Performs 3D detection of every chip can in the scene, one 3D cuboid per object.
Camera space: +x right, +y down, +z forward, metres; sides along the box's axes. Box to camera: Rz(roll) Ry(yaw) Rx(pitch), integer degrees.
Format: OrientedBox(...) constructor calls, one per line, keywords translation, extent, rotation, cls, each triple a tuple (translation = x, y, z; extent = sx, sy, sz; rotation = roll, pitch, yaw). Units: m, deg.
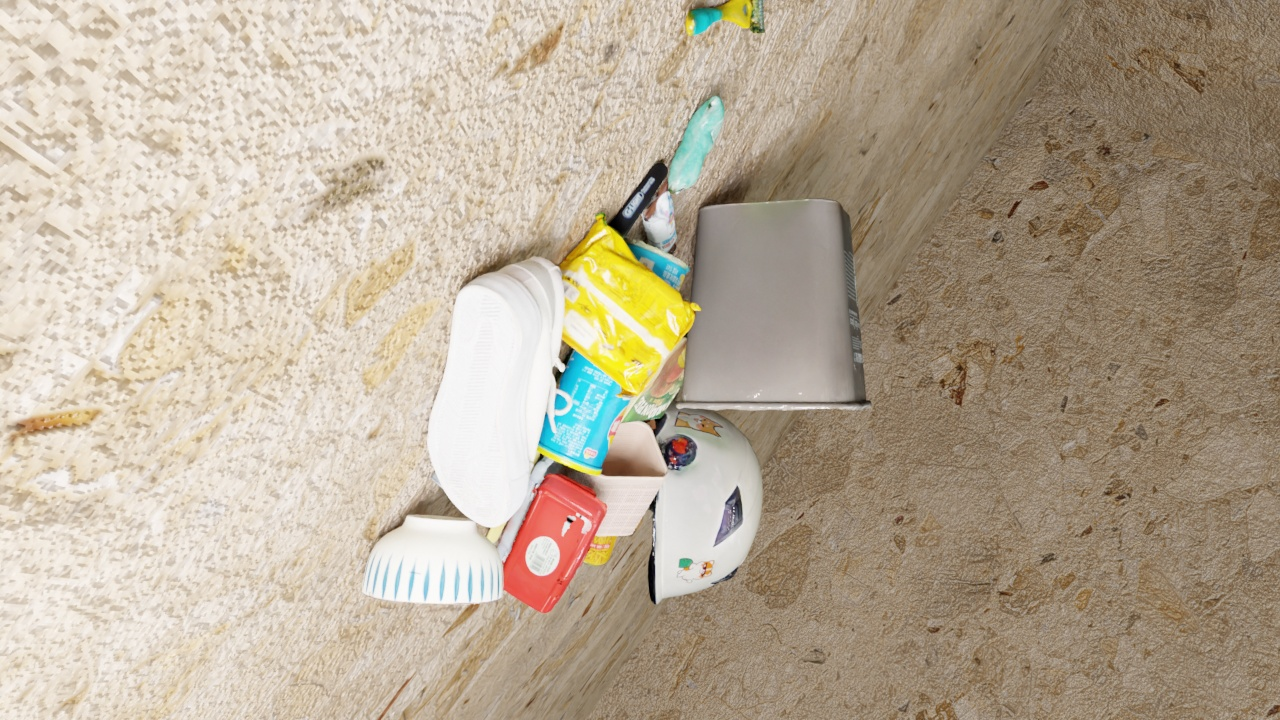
OrientedBox(translation=(-0.028, -0.003, 0.845), extent=(0.210, 0.071, 0.071), rotation=(-66, 164, -2), cls="chip can")

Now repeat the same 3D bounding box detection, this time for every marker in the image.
OrientedBox(translation=(-0.014, -0.123, 0.807), extent=(0.124, 0.018, 0.015), rotation=(-55, 169, -6), cls="marker")

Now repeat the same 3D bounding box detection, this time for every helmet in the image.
OrientedBox(translation=(0.078, 0.172, 1.162), extent=(0.273, 0.157, 0.230), rotation=(-96, -176, -56), cls="helmet")

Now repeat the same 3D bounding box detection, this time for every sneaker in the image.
OrientedBox(translation=(-0.106, 0.024, 0.729), extent=(0.090, 0.089, 0.243), rotation=(-43, 154, -49), cls="sneaker")

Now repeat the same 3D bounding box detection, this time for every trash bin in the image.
OrientedBox(translation=(0.151, -0.053, 1.007), extent=(0.198, 0.199, 0.219), rotation=(4, 86, -71), cls="trash bin")

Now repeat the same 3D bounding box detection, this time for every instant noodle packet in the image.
OrientedBox(translation=(-0.024, -0.044, 0.778), extent=(0.110, 0.128, 0.044), rotation=(-53, -157, -12), cls="instant noodle packet")

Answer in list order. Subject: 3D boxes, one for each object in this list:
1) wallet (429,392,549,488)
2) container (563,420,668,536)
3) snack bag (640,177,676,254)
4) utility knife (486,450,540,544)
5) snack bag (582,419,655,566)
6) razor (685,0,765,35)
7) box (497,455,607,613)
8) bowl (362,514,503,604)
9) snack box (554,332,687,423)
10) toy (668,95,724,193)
OrientedBox(translation=(-0.127, 0.076, 0.842), extent=(0.129, 0.037, 0.107), rotation=(-52, 163, -12), cls="wallet")
OrientedBox(translation=(-0.036, 0.137, 1.044), extent=(0.090, 0.089, 0.111), rotation=(4, 129, -25), cls="container")
OrientedBox(translation=(0.019, -0.130, 0.874), extent=(0.045, 0.026, 0.105), rotation=(-56, 161, -15), cls="snack bag")
OrientedBox(translation=(-0.131, 0.139, 0.982), extent=(0.183, 0.019, 0.030), rotation=(-57, 171, 28), cls="utility knife")
OrientedBox(translation=(-0.038, 0.175, 1.271), extent=(0.208, 0.073, 0.128), rotation=(-66, 162, 9), cls="snack bag")
OrientedBox(translation=(0.063, -0.271, 0.721), extent=(0.132, 0.028, 0.043), rotation=(-41, 135, -50), cls="razor")
OrientedBox(translation=(-0.092, 0.179, 1.015), extent=(0.100, 0.094, 0.202), rotation=(-55, 174, -49), cls="box")
OrientedBox(translation=(-0.173, 0.166, 0.779), extent=(0.116, 0.116, 0.066), rotation=(27, 66, -74), cls="bowl")
OrientedBox(translation=(-0.006, 0.006, 1.005), extent=(0.114, 0.063, 0.239), rotation=(-58, 164, 10), cls="snack box")
OrientedBox(translation=(0.049, -0.190, 0.832), extent=(0.092, 0.030, 0.096), rotation=(-62, 177, 2), cls="toy")
